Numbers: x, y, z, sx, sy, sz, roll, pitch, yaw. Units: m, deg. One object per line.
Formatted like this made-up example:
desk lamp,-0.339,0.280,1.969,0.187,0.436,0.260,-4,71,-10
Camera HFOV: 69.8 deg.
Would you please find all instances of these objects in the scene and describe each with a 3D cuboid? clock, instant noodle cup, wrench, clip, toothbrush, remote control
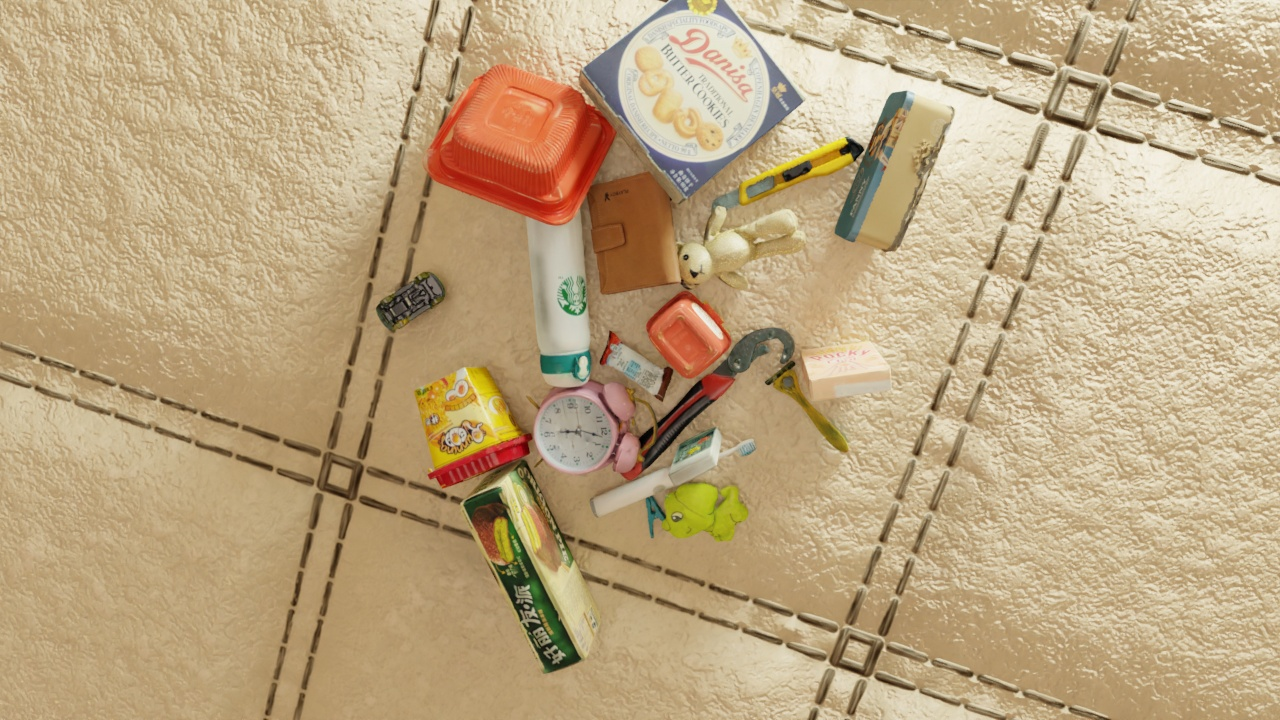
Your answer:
clock,-0.057,0.083,1.120,0.158,0.059,0.117,-5,97,9
instant noodle cup,-0.209,0.078,1.121,0.116,0.116,0.123,-23,85,11
wrench,0.073,0.052,1.119,0.274,0.016,0.056,-41,77,13
instant noodle cup,-0.135,-0.253,1.026,0.189,0.079,0.164,20,67,5
clip,0.020,0.197,1.159,0.034,0.013,0.055,-22,97,10
toothbrush,0.040,0.143,1.139,0.221,0.027,0.026,-24,59,11
remote control,0.065,0.110,1.074,0.056,0.135,0.019,-28,95,12

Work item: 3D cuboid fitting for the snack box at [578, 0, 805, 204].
snack box,0.056,-0.300,1.016,0.182,0.046,0.178,-40,94,-5

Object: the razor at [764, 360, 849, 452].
razor,0.207,0.062,1.104,0.043,0.028,0.132,-40,96,9

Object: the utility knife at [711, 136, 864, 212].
utility knife,0.166,-0.210,1.059,0.190,0.015,0.033,-23,95,11

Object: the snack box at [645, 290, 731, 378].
snack box,0.056,-0.028,1.076,0.082,0.080,0.091,-42,93,12

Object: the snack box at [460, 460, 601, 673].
snack box,-0.131,0.253,1.137,0.063,0.114,0.240,-24,97,12

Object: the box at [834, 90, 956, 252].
box,0.275,-0.200,1.010,0.063,0.089,0.184,21,101,-4

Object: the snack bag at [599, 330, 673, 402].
snack bag,-0.007,0.006,1.104,0.104,0.026,0.048,29,112,23

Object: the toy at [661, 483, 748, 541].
toy,0.078,0.187,1.141,0.100,0.031,0.097,35,97,-3

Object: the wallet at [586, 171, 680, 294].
wallet,-0.009,-0.148,1.067,0.108,0.031,0.132,-6,92,31

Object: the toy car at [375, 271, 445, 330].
toy car,-0.282,-0.074,1.132,0.091,0.036,0.043,-31,95,13

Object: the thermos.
thermos,-0.094,-0.081,1.090,0.073,0.073,0.224,-3,101,8

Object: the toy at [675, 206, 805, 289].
toy,0.112,-0.127,1.057,0.157,0.066,0.105,-17,116,18

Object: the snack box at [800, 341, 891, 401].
snack box,0.225,0.009,1.022,0.084,0.157,0.026,-8,101,8
